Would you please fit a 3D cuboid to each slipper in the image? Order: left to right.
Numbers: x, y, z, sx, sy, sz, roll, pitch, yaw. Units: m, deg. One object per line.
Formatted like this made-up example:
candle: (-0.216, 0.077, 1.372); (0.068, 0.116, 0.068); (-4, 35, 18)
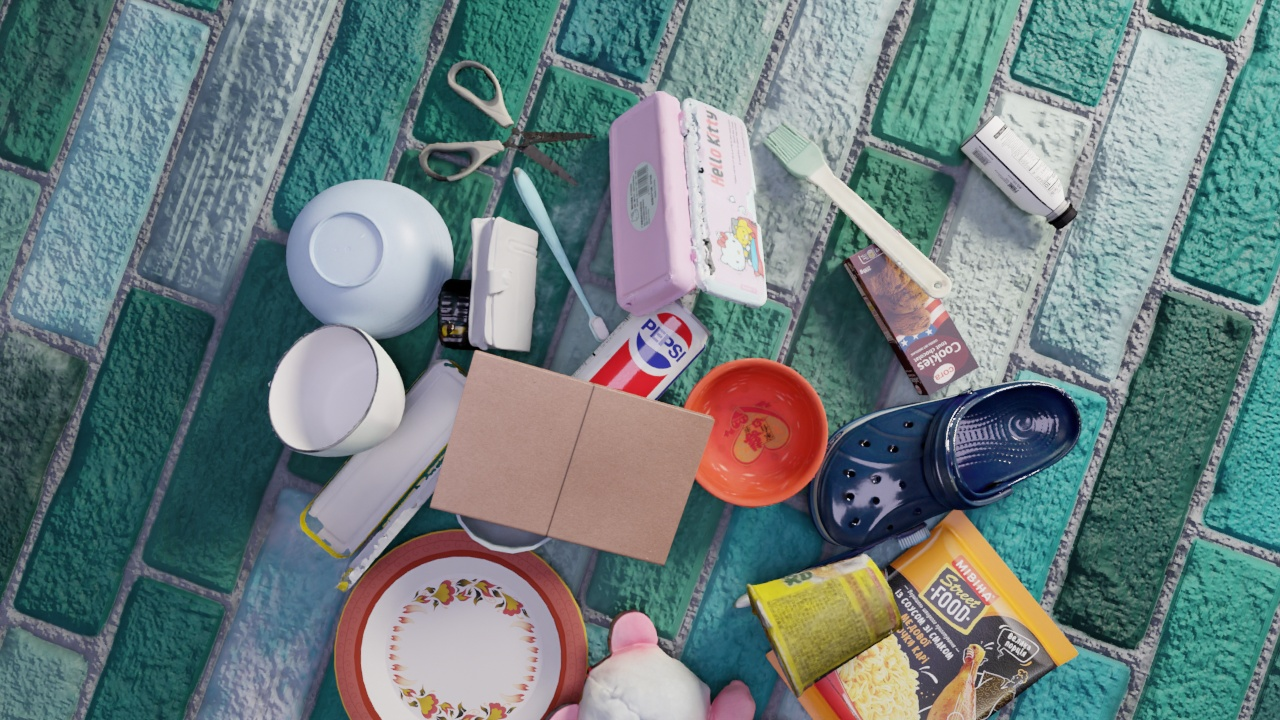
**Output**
slipper: (0.264, 0.081, 0.794); (0.253, 0.095, 0.105); (-22, 91, -3)

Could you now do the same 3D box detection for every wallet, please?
wallet: (-0.115, -0.066, 0.811); (0.032, 0.086, 0.116); (0, 91, 26)

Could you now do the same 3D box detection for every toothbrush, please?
toothbrush: (-0.074, -0.098, 0.843); (0.016, 0.016, 0.180); (-27, 87, -7)
toothbrush: (0.171, 0.187, 0.825); (0.189, 0.016, 0.017); (-23, 92, 5)

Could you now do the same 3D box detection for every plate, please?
plate: (-0.162, 0.267, 0.833); (0.230, 0.021, 0.229); (0, 89, 1)

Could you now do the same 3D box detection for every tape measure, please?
tape measure: (-0.161, -0.041, 0.817); (0.038, 0.067, 0.062); (3, 89, 4)

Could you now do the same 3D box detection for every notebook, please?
notebook: (-0.057, 0.086, 0.778); (0.209, 0.008, 0.141); (16, 102, -10)

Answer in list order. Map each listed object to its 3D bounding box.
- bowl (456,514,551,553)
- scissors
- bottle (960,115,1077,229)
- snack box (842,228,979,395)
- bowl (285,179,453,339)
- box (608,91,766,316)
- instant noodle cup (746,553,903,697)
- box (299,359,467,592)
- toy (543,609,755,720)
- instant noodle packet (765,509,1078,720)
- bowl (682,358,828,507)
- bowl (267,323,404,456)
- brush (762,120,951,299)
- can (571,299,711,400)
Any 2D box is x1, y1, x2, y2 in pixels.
bowl: (-0.114, 0.119, 0.820); (0.106, 0.039, 0.106); (2, 76, -8)
scissors: (-0.131, -0.208, 0.843); (0.169, 0.012, 0.157); (-27, 85, 5)
bottle: (0.342, -0.165, 0.821); (0.041, 0.041, 0.116); (-44, 88, 0)
snack box: (0.242, -0.042, 0.825); (0.051, 0.032, 0.141); (-30, 88, 0)
bowl: (-0.249, -0.094, 0.817); (0.150, 0.075, 0.150); (0, 89, 1)
box: (0.041, -0.131, 0.803); (0.101, 0.103, 0.201); (-26, 57, 40)
instant noodle cup: (0.158, 0.217, 0.780); (0.108, 0.102, 0.102); (-24, 88, -2)
box: (-0.217, 0.097, 0.811); (0.084, 0.080, 0.210); (41, 89, -2)
toy: (0.033, 0.328, 0.797); (0.213, 0.084, 0.142); (38, 90, -1)
instant noodle packet: (0.248, 0.261, 0.816); (0.221, 0.032, 0.160); (-38, 81, 0)
bowl: (0.098, 0.063, 0.819); (0.130, 0.045, 0.130); (0, 89, 1)
bowl: (-0.259, 0.032, 0.805); (0.116, 0.065, 0.116); (-7, 69, 19)
brush: (0.192, -0.133, 0.814); (0.033, 0.012, 0.217); (-43, 74, 2)
can: (-0.005, 0.005, 0.811); (0.070, 0.070, 0.132); (43, 90, 2)
